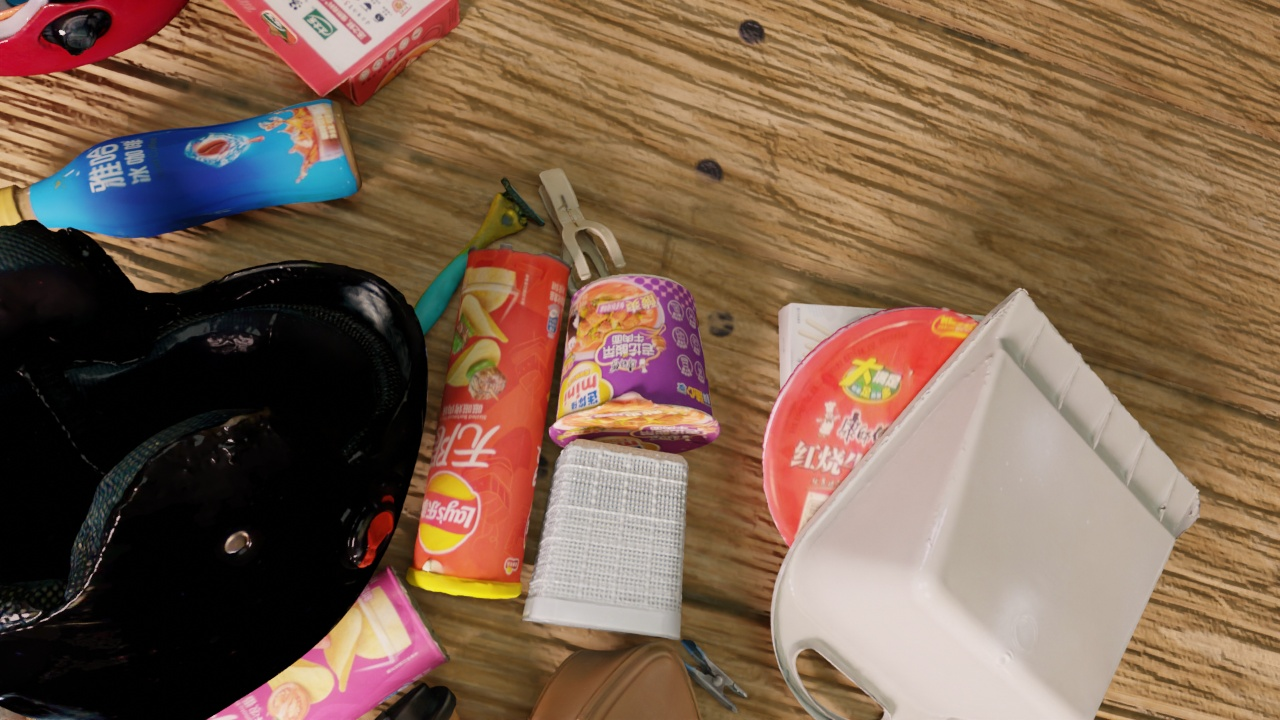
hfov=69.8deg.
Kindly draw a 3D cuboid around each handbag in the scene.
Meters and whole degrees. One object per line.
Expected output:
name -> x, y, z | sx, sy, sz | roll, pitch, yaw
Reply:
handbag -> -0.012, 0.273, 0.523 | 0.100, 0.147, 0.204 | -19, 83, 29

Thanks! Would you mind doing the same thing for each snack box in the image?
snack box -> -0.213, -0.250, 0.646 | 0.113, 0.044, 0.127 | 44, 73, 0
snack box -> 0.179, 0.005, 0.674 | 0.156, 0.027, 0.084 | 3, 77, -9

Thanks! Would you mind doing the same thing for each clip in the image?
clip -> -0.041, -0.089, 0.633 | 0.035, 0.092, 0.103 | -18, 93, -14
clip -> 0.046, 0.208, 0.605 | 0.058, 0.026, 0.038 | 43, 66, 0

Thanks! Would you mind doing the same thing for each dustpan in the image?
dustpan -> 0.211, 0.130, 0.605 | 0.222, 0.143, 0.257 | 43, 63, -17

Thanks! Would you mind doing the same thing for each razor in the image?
razor -> -0.120, -0.064, 0.631 | 0.132, 0.028, 0.043 | -55, 130, -17

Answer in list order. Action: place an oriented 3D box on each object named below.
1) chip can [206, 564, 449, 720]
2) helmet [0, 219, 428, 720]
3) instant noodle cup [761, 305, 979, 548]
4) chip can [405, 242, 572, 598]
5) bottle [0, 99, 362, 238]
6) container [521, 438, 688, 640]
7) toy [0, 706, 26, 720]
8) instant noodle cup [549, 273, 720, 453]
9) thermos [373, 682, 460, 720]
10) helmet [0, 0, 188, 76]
chip can -> -0.219, 0.204, 0.530 | 0.210, 0.071, 0.071 | -30, 85, -16
helmet -> -0.239, 0.059, 0.482 | 0.233, 0.231, 0.273 | 31, 45, 28
instant noodle cup -> 0.165, 0.055, 0.617 | 0.193, 0.066, 0.194 | -2, 103, -11
chip can -> -0.094, 0.038, 0.585 | 0.073, 0.073, 0.216 | 10, 79, -9
bottle -> -0.295, -0.116, 0.590 | 0.218, 0.065, 0.065 | -16, 81, -14
container -> -0.020, 0.114, 0.581 | 0.090, 0.090, 0.111 | 10, 74, -9
toy -> -0.396, 0.228, 0.471 | 0.199, 0.130, 0.140 | -41, 89, 5
instant noodle cup -> -0.004, 0.004, 0.602 | 0.111, 0.112, 0.099 | 4, 68, -10
thermos -> -0.118, 0.261, 0.530 | 0.093, 0.093, 0.143 | -37, 95, -16
helmet -> -0.376, -0.271, 0.572 | 0.240, 0.144, 0.207 | -43, 84, -1
